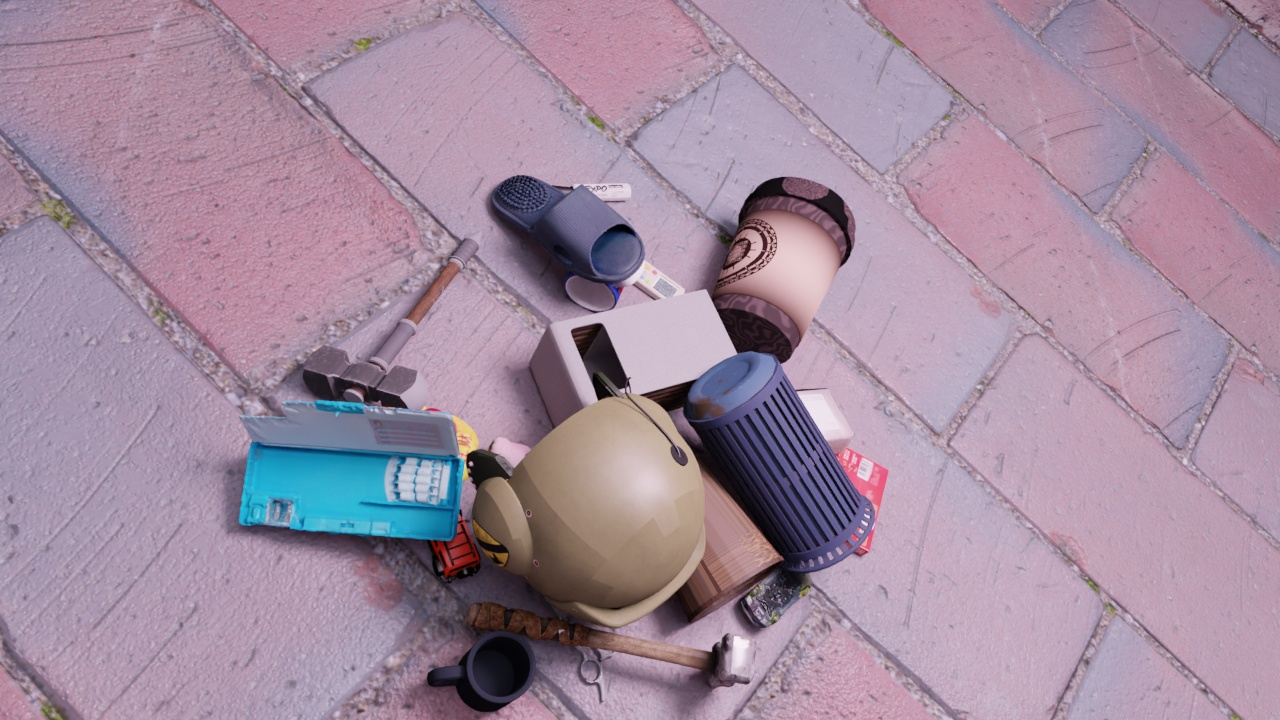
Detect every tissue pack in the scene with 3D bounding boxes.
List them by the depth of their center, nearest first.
[{"bbox_3d":[0.185,0.096,1.233,0.181,0.071,0.103,-2,49,-24],"label":"tissue pack"}]

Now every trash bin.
[{"bbox_3d":[0.163,0.117,1.103,0.139,0.140,0.249,-47,113,-33],"label":"trash bin"},{"bbox_3d":[-0.007,0.007,1.168,0.228,0.115,0.114,-14,70,-27],"label":"trash bin"}]

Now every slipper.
[{"bbox_3d":[-0.099,-0.196,1.206,0.264,0.083,0.101,34,63,29],"label":"slipper"}]

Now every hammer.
[{"bbox_3d":[-0.032,0.309,1.007,0.318,0.122,0.048,14,61,-9],"label":"hammer"},{"bbox_3d":[-0.270,-0.066,1.139,0.156,0.043,0.321,14,48,14],"label":"hammer"}]

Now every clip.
[{"bbox_3d":[0.055,0.116,1.196,0.053,0.013,0.037,43,56,7],"label":"clip"}]

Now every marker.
[{"bbox_3d":[-0.075,-0.243,1.327,0.125,0.025,0.025,-6,66,-23],"label":"marker"}]

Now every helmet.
[{"bbox_3d":[-0.046,0.159,0.973,0.249,0.256,0.233,-33,71,-31],"label":"helmet"}]

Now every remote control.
[{"bbox_3d":[0.005,-0.121,1.298,0.125,0.018,0.038,36,57,-1],"label":"remote control"}]

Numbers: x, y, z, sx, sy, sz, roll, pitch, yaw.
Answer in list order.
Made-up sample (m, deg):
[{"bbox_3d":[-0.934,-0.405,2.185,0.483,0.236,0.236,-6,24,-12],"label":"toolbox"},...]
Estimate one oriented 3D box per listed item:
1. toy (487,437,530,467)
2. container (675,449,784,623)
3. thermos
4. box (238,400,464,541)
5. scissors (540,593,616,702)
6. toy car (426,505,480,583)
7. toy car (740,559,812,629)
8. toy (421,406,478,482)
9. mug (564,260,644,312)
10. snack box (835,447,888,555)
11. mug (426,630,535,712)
[{"bbox_3d":[-0.133,0.139,1.090,0.095,0.053,0.099,4,65,-33],"label":"toy"},{"bbox_3d":[0.069,0.203,1.092,0.132,0.132,0.167,-23,68,-29],"label":"container"},{"bbox_3d":[0.190,-0.120,1.287,0.172,0.173,0.225,29,63,-4],"label":"thermos"},{"bbox_3d":[-0.305,0.107,0.972,0.227,0.173,0.083,5,22,-2],"label":"box"},{"bbox_3d":[-0.086,0.308,1.040,0.171,0.014,0.090,35,56,-4],"label":"scissors"},{"bbox_3d":[-0.214,0.197,1.028,0.051,0.049,0.100,-17,71,-28],"label":"toy car"},{"bbox_3d":[0.168,0.289,1.136,0.105,0.033,0.048,-30,76,-35],"label":"toy car"},{"bbox_3d":[-0.253,0.096,1.062,0.137,0.067,0.105,1,61,-29],"label":"toy"},{"bbox_3d":[-0.040,-0.120,1.228,0.075,0.112,0.076,49,49,-35],"label":"mug"},{"bbox_3d":[0.281,0.185,1.240,0.089,0.021,0.132,28,57,-5],"label":"snack box"},{"bbox_3d":[-0.169,0.327,0.959,0.105,0.078,0.071,2,63,-20],"label":"mug"}]
